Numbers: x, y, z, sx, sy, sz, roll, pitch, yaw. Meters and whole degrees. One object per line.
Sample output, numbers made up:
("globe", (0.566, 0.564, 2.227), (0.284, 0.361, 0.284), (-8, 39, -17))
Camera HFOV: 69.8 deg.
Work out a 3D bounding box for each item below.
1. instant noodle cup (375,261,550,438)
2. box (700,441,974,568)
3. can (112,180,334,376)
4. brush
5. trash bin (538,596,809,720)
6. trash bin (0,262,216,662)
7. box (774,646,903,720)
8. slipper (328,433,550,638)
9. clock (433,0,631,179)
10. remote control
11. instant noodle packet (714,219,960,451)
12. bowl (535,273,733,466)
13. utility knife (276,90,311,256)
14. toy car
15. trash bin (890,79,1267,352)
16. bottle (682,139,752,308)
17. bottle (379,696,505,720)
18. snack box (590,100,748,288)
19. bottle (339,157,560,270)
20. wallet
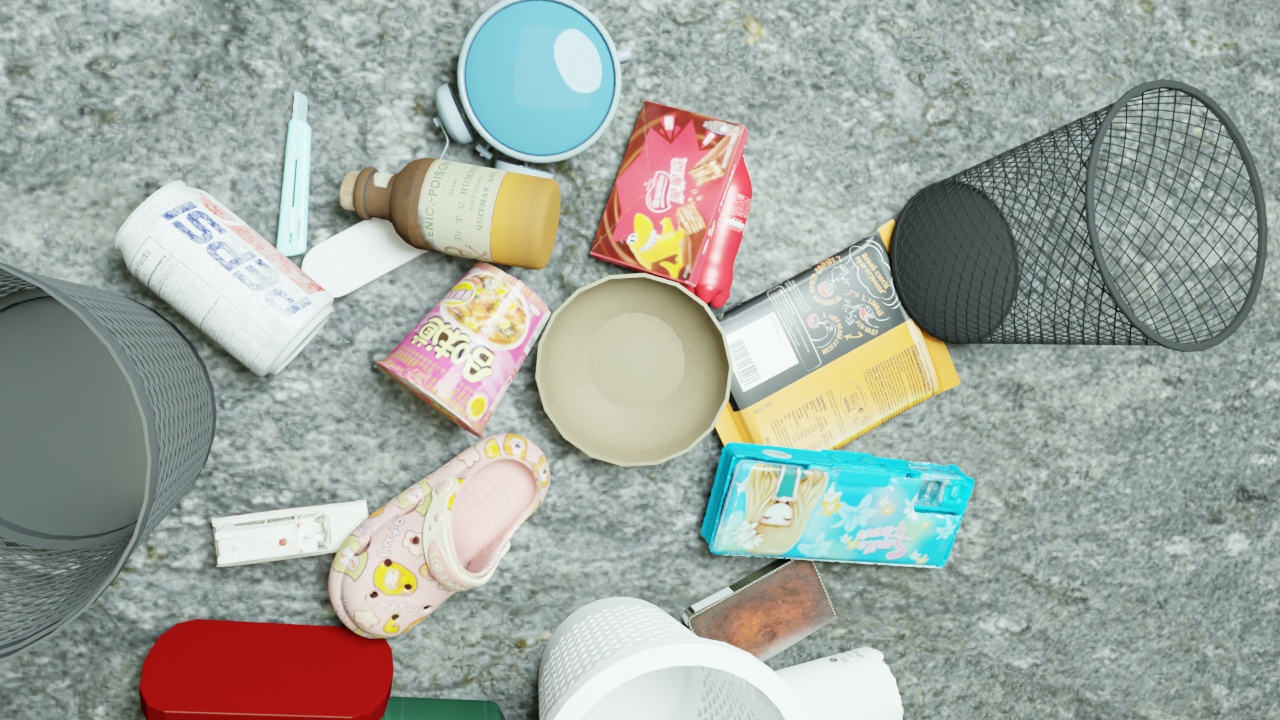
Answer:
("instant noodle cup", (-0.128, -0.012, 0.696), (0.097, 0.098, 0.108), (38, 76, -12))
("box", (0.169, 0.126, 0.777), (0.226, 0.041, 0.094), (7, 109, -16))
("can", (-0.295, -0.058, 0.658), (0.136, 0.078, 0.078), (42, 84, -12))
("brush", (-0.274, 0.241, 0.683), (0.173, 0.082, 0.042), (7, 122, -13))
("trash bin", (0.001, 0.271, 0.682), (0.195, 0.200, 0.195), (-1, 93, -13))
("trash bin", (-0.387, 0.046, 0.566), (0.217, 0.227, 0.218), (-1, 93, -13))
("box", (0.185, 0.321, 0.791), (0.140, 0.083, 0.141), (-13, 90, -13))
("slipper", (-0.146, 0.137, 0.695), (0.197, 0.081, 0.093), (-43, 117, -11))
("clock", (-0.089, -0.198, 0.703), (0.122, 0.075, 0.162), (39, 97, -13))
("remote control", (-0.197, -0.092, 0.711), (0.136, 0.013, 0.043), (-30, 99, -9))
("instant noodle packet", (0.156, 0.000, 0.786), (0.220, 0.032, 0.160), (-28, 101, -10))
("bowl", (-0.004, 0.004, 0.730), (0.152, 0.050, 0.152), (0, 101, 2))
("utility knife", (-0.261, -0.140, 0.695), (0.022, 0.015, 0.126), (4, 89, -12))
("toy car", (-0.264, 0.133, 0.696), (0.113, 0.039, 0.039), (-5, 95, -13))
("trash bin", (0.321, -0.091, 0.712), (0.183, 0.210, 0.184), (2, 86, -25))
("bottle", (0.066, -0.115, 0.754), (0.042, 0.042, 0.141), (13, 90, -13))
("bottle", (-0.141, 0.304, 0.723), (0.131, 0.061, 0.061), (8, 94, -13))
("snack box", (0.023, -0.133, 0.734), (0.089, 0.021, 0.133), (19, 89, 18))
("bottle", (-0.142, -0.113, 0.675), (0.157, 0.068, 0.068), (10, 91, 3))
("wallet", (0.104, 0.222, 0.794), (0.123, 0.019, 0.072), (-26, 99, -10))
